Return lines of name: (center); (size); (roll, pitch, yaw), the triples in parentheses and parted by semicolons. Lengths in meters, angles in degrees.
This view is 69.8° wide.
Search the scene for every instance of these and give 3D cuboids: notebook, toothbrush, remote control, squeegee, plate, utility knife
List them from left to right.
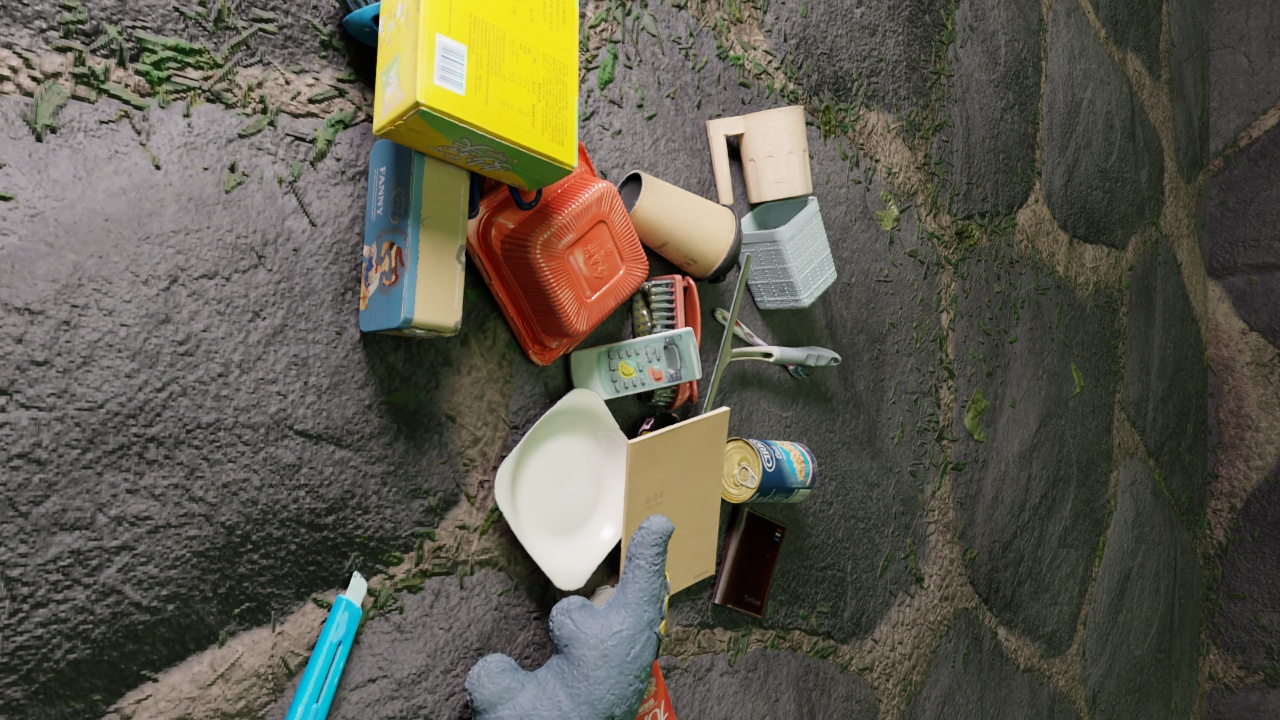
utility knife: (-0.260, 0.256, 0.753); (0.034, 0.018, 0.166); (31, 67, -37)
plate: (-0.071, 0.126, 0.917); (0.163, 0.034, 0.164); (-47, 119, -32)
remote control: (-0.006, 0.006, 0.946); (0.135, 0.019, 0.056); (-11, 96, -10)
notebook: (0.035, 0.164, 0.985); (0.149, 0.012, 0.212); (-16, 118, -41)
toothbrush: (0.152, -0.019, 1.137); (0.187, 0.017, 0.016); (33, 71, -38)
squeegee: (0.161, -0.006, 1.112); (0.246, 0.039, 0.247); (0, 110, -44)

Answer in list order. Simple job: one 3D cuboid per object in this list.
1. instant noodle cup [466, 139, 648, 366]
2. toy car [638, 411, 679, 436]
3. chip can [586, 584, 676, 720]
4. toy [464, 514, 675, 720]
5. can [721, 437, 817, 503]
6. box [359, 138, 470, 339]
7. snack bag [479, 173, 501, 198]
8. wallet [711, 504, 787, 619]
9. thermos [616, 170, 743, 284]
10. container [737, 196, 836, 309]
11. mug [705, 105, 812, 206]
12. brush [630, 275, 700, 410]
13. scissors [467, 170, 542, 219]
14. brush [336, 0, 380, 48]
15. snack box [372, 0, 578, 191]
instant noodle cup: (-0.067, -0.098, 0.884); (0.164, 0.079, 0.189); (-45, 129, -26)
toy car: (0.023, 0.116, 1.001); (0.056, 0.037, 0.122); (-13, 101, -44)
chip can: (-0.006, 0.342, 0.946); (0.073, 0.073, 0.217); (-26, 107, -40)
toy: (-0.072, 0.303, 0.838); (0.355, 0.091, 0.138); (-43, 109, -12)
can: (0.149, 0.132, 1.091); (0.111, 0.075, 0.075); (8, 83, -42)
box: (-0.191, -0.110, 0.779); (0.059, 0.090, 0.184); (4, 83, -42)
snack bag: (-0.114, -0.168, 0.891); (0.105, 0.026, 0.045); (4, 85, -43)
wallet: (0.133, 0.245, 1.113); (0.096, 0.020, 0.122); (29, 72, -38)
thermos: (0.040, -0.147, 0.995); (0.143, 0.093, 0.093); (23, 74, -32)
container: (0.176, -0.127, 1.115); (0.089, 0.090, 0.111); (-41, 118, -35)
mug: (0.144, -0.243, 1.102); (0.124, 0.084, 0.103); (-13, 100, -17)
brush: (0.033, -0.019, 0.997); (0.069, 0.063, 0.146); (-5, 93, -29)
scissors: (-0.135, -0.203, 0.832); (0.147, 0.012, 0.169); (20, 72, -1)
brush: (-0.194, -0.307, 0.801); (0.143, 0.055, 0.073); (-37, 110, -38)
snack box: (-0.130, -0.263, 0.757); (0.157, 0.070, 0.209); (13, 70, -43)
